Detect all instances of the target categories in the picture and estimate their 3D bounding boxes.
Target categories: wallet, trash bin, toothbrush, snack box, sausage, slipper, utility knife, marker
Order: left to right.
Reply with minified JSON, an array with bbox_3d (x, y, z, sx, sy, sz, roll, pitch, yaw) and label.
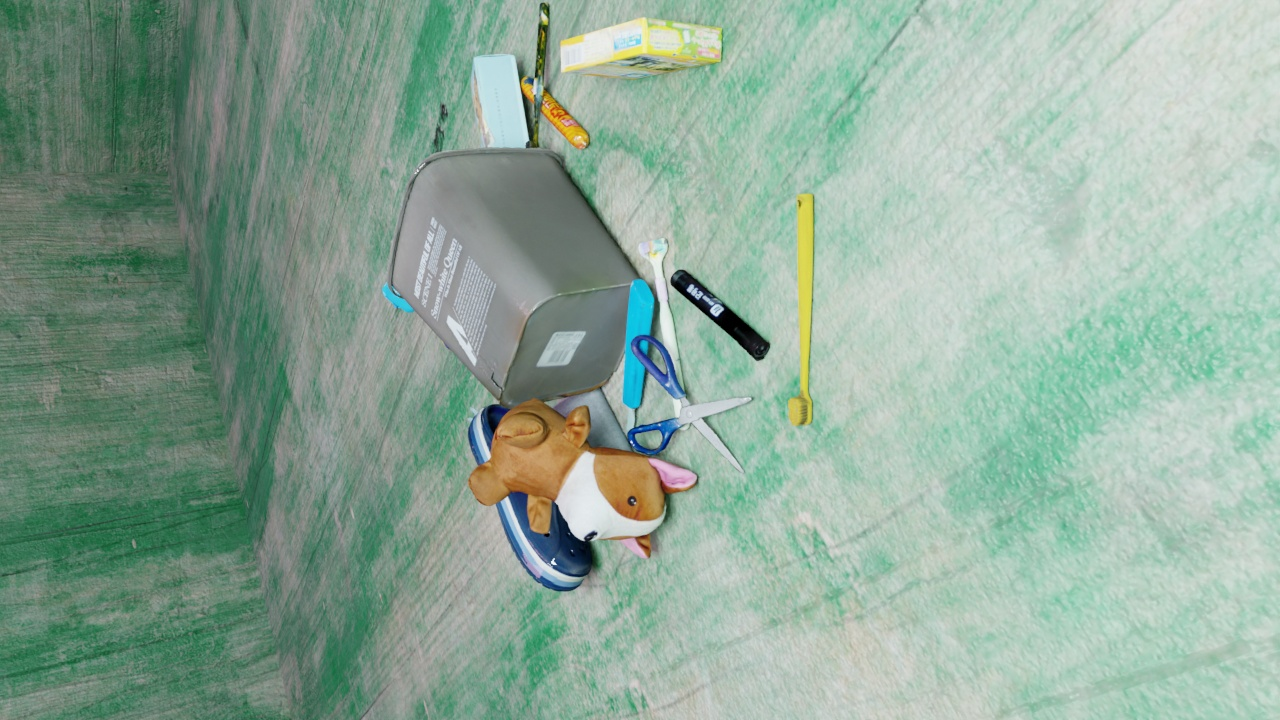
[{"bbox_3d":[-0.164,-0.266,1.088,0.074,0.051,0.175,155,106,-74],"label":"snack box"},{"bbox_3d":[-0.128,-0.083,0.972,0.219,0.198,0.200,51,134,30],"label":"trash bin"},{"bbox_3d":[-0.116,-0.313,1.028,0.012,0.017,0.185,0,83,33],"label":"toothbrush"},{"bbox_3d":[-0.115,0.147,1.073,0.095,0.105,0.252,-46,59,23],"label":"slipper"},{"bbox_3d":[-0.099,-0.281,1.035,0.165,0.021,0.021,51,134,38],"label":"sausage"},{"bbox_3d":[-0.064,0.103,1.004,0.107,0.037,0.129,-35,61,9],"label":"wallet"},{"bbox_3d":[-0.006,0.005,0.936,0.034,0.018,0.186,51,144,47],"label":"utility knife"},{"bbox_3d":[-0.002,-0.282,0.838,0.140,0.086,0.034,16,109,54],"label":"snack box"},{"bbox_3d":[0.027,-0.025,0.899,0.029,0.020,0.189,-10,88,13],"label":"toothbrush"},{"bbox_3d":[0.071,-0.043,0.834,0.132,0.020,0.022,45,160,40],"label":"marker"},{"bbox_3d":[0.131,-0.040,0.748,0.016,0.016,0.190,11,104,54],"label":"toothbrush"}]

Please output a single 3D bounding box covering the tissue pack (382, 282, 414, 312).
[{"bbox_3d":[-0.293,-0.129,1.267,0.140,0.063,0.089,-30,28,45],"label":"tissue pack"}]

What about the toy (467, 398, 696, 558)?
[{"bbox_3d":[-0.058,0.120,0.899,0.140,0.199,0.130,-57,12,35],"label":"toy"}]

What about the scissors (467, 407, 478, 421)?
[{"bbox_3d":[-0.182,0.110,1.200,0.138,0.017,0.077,25,125,32],"label":"scissors"}]

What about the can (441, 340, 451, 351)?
[{"bbox_3d":[-0.221,-0.079,1.198,0.049,0.074,0.148,15,101,52],"label":"can"}]

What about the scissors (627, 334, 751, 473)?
[{"bbox_3d":[0.037,0.045,0.875,0.176,0.012,0.162,-33,79,46],"label":"scissors"}]
